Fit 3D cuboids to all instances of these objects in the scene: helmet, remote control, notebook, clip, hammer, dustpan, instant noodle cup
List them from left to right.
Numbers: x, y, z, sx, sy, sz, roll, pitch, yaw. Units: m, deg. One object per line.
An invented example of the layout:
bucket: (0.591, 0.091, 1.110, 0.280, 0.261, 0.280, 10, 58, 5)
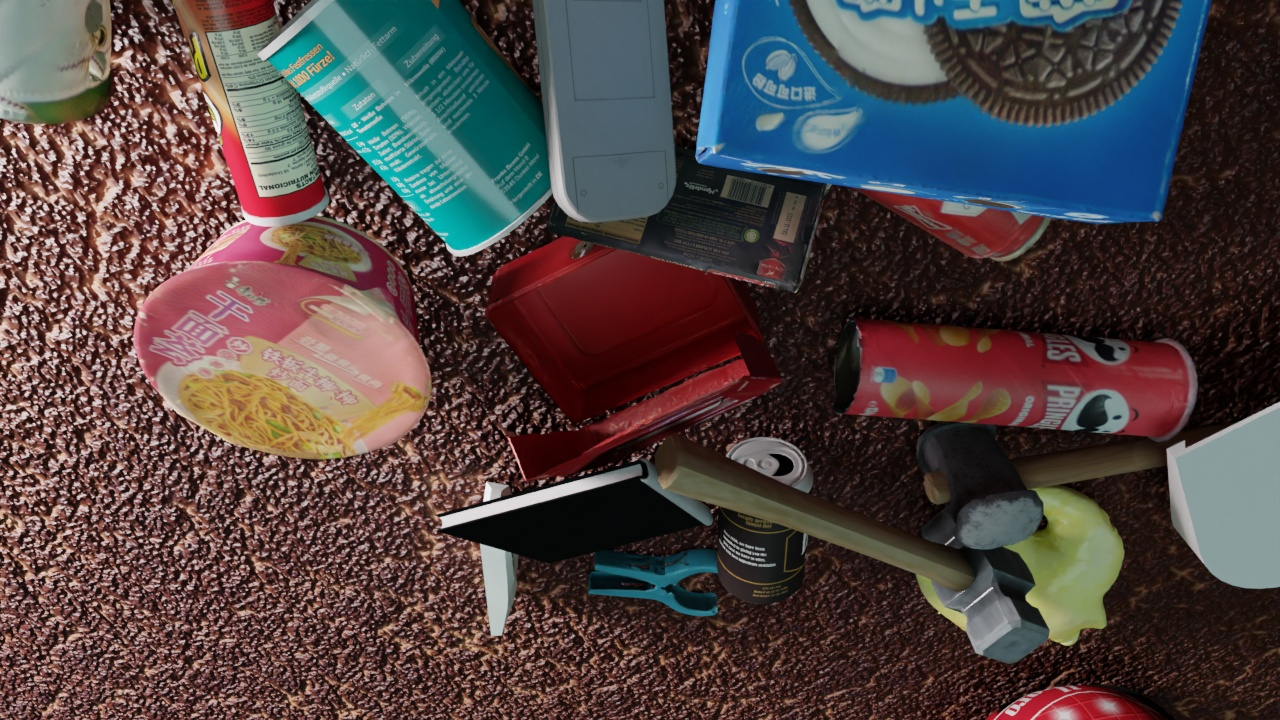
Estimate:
instant noodle cup: (-0.221, -0.020, 0.598, 0.178, 0.077, 0.179, 0, 137, -1)
remote control: (-0.115, 0.165, 0.765, 0.024, 0.049, 0.144, 1, 127, -1)
notebook: (-0.037, 0.118, 0.686, 0.149, 0.016, 0.206, -16, 158, 11)
remote control: (-0.019, -0.152, 0.495, 0.074, 0.019, 0.151, -12, 104, -31)
clip: (0.019, 0.205, 0.815, 0.130, 0.031, 0.121, -9, 131, 5)
hammer: (0.151, 0.120, 0.646, 0.322, 0.117, 0.051, 23, 122, -25)
helmet: (0.429, 0.418, 0.873, 0.271, 0.197, 0.225, -8, 127, -5)
hammer: (0.375, 0.070, 0.686, 0.328, 0.098, 0.052, -9, 129, -2)
dustpan: (0.487, 0.075, 0.675, 0.192, 0.053, 0.258, -31, 130, 12)

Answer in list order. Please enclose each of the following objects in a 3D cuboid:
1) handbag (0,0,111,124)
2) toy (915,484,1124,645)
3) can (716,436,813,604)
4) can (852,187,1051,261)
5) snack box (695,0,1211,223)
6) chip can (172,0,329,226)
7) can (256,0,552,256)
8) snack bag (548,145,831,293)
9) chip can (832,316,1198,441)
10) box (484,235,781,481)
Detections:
handbag: (-0.323, -0.230, 0.433, 0.142, 0.096, 0.199, 21, 126, -5)
toy: (0.323, 0.179, 0.772, 0.155, 0.064, 0.171, 43, 119, -7)
can: (0.097, 0.129, 0.727, 0.072, 0.071, 0.129, -2, 127, 1)
can: (0.163, -0.120, 0.544, 0.170, 0.067, 0.067, 26, 122, -18)
snack box: (0.157, -0.181, 0.457, 0.239, 0.056, 0.195, 7, 99, -7)
chip can: (-0.224, -0.181, 0.503, 0.052, 0.051, 0.215, -3, 127, 1)
can: (-0.117, -0.143, 0.503, 0.099, 0.099, 0.144, -30, 122, 20)
snack bag: (0.027, -0.091, 0.537, 0.155, 0.074, 0.018, 15, 160, 11)
chip can: (0.255, 0.012, 0.643, 0.233, 0.073, 0.073, 5, 127, -3)
box: (-0.008, -0.020, 0.605, 0.158, 0.156, 0.147, -26, 165, 14)
